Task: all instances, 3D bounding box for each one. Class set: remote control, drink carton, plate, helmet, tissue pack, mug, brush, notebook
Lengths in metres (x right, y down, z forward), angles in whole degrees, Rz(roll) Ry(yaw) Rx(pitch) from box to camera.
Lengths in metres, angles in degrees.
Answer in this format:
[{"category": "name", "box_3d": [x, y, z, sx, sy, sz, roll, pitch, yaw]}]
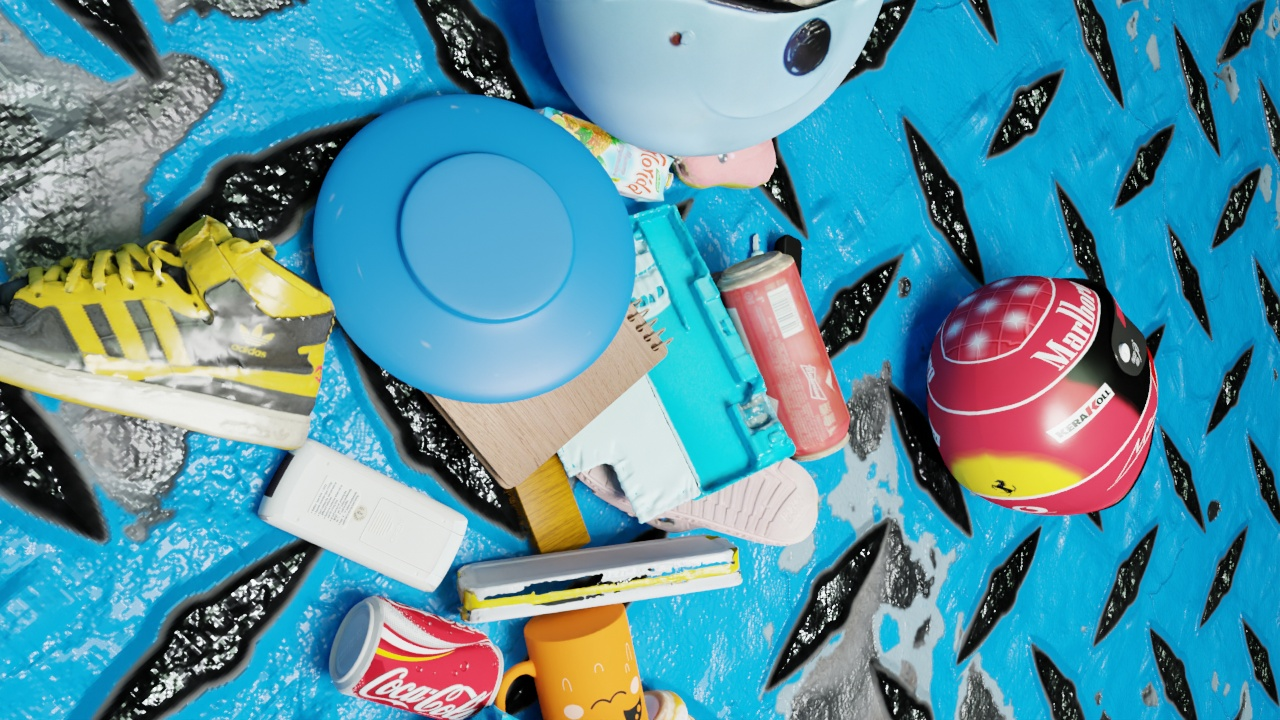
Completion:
[{"category": "remote control", "box_3d": [-0.185, 0.107, 0.625, 0.138, 0.025, 0.060, 34, 71, -28]}, {"category": "remote control", "box_3d": [0.133, -0.039, 0.850, 0.041, 0.020, 0.152, 7, 85, -58]}, {"category": "drink carton", "box_3d": [-0.032, -0.161, 0.724, 0.128, 0.039, 0.044, 14, 91, -34]}, {"category": "plate", "box_3d": [-0.105, -0.083, 0.628, 0.224, 0.024, 0.224, 5, 77, -20]}, {"category": "helmet", "box_3d": [0.053, -0.250, 0.690, 0.265, 0.225, 0.167, -17, 136, -15]}, {"category": "helmet", "box_3d": [0.404, 0.020, 0.935, 0.224, 0.198, 0.270, 53, 54, -23]}, {"category": "tissue pack", "box_3d": [-0.109, 0.305, 0.628, 0.145, 0.061, 0.093, -42, 119, 15]}, {"category": "mug", "box_3d": [-0.056, 0.243, 0.685, 0.112, 0.078, 0.096, -15, 98, -24]}, {"category": "brush", "box_3d": [-0.079, 0.093, 0.704, 0.048, 0.017, 0.126, -27, 105, -32]}, {"category": "notebook", "box_3d": [-0.097, -0.042, 0.650, 0.168, 0.022, 0.210, -41, 94, -24]}]

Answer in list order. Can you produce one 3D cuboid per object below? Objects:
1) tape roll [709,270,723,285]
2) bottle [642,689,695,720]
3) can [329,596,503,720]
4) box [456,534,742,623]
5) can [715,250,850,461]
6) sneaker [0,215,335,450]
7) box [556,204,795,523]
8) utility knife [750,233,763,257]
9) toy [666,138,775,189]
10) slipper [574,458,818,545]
[{"category": "tape roll", "box_3d": [0.081, -0.032, 0.799, 0.093, 0.030, 0.093, -1, 92, -24]}, {"category": "bottle", "box_3d": [0.027, 0.322, 0.748, 0.063, 0.063, 0.109, -42, 112, -28]}, {"category": "can", "box_3d": [-0.151, 0.205, 0.624, 0.104, 0.064, 0.064, 30, 73, -31]}, {"category": "box", "box_3d": [-0.029, 0.166, 0.676, 0.209, 0.066, 0.044, -4, 92, -16]}, {"category": "can", "box_3d": [0.120, -0.003, 0.762, 0.067, 0.067, 0.170, -30, 104, -31]}, {"category": "sneaker", "box_3d": [-0.287, -0.035, 0.517, 0.238, 0.086, 0.122, 23, 82, -37]}, {"category": "box", "box_3d": [-0.004, 0.004, 0.704, 0.181, 0.039, 0.226, -21, 80, -24]}, {"category": "utility knife", "box_3d": [0.109, -0.057, 0.839, 0.022, 0.015, 0.120, 0, 89, -55]}, {"category": "toy", "box_3d": [0.067, -0.182, 0.788, 0.109, 0.051, 0.090, -31, 102, -30]}, {"category": "slipper", "box_3d": [0.031, 0.092, 0.745, 0.239, 0.065, 0.094, 23, 61, -16]}]
